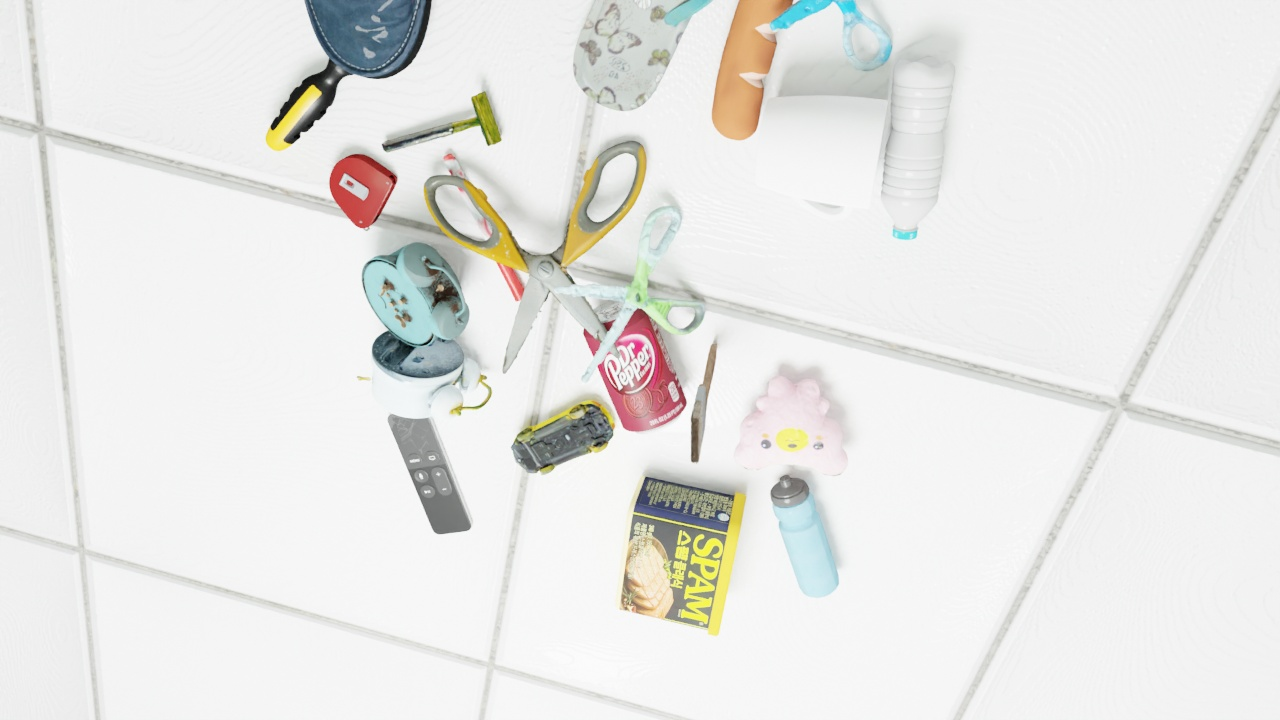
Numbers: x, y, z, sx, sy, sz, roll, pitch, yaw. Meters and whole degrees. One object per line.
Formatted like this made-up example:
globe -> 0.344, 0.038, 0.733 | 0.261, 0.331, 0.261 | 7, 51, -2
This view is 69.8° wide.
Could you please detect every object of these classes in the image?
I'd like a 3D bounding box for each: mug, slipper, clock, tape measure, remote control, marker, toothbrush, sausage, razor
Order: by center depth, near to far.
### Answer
slipper -> -0.206, -0.341, 0.666 | 0.109, 0.083, 0.266 | 16, 113, 4
slipper -> 0.026, -0.305, 0.667 | 0.098, 0.054, 0.269 | 35, 118, -5
sausage -> 0.089, -0.248, 0.688 | 0.044, 0.039, 0.164 | 27, 118, 17
mug -> 0.139, -0.152, 0.714 | 0.088, 0.080, 0.114 | 10, 148, 12
toothbrush -> -0.248, -0.244, 0.760 | 0.197, 0.031, 0.031 | -40, 106, 19
razor -> -0.171, -0.192, 0.775 | 0.106, 0.026, 0.042 | -10, 115, 19
clock -> -0.191, -0.060, 0.799 | 0.124, 0.053, 0.090 | -3, 121, 43
tape measure -> -0.249, -0.150, 0.809 | 0.051, 0.019, 0.059 | 34, 116, -7
marker -> -0.137, -0.116, 0.809 | 0.013, 0.012, 0.142 | -19, 111, 18
clock -> -0.194, 0.015, 0.844 | 0.117, 0.083, 0.057 | 20, 122, 4
remote control -> -0.214, 0.115, 0.936 | 0.045, 0.008, 0.147 | -10, 113, 15

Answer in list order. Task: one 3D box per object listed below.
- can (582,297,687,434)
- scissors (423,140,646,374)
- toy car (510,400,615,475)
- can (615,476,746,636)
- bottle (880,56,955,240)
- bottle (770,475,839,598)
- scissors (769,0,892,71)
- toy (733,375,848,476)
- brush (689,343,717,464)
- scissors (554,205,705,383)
can -> -0.005, 0.005, 0.814 | 0.063, 0.063, 0.114 | -16, 112, 17
scissors -> -0.077, -0.101, 0.770 | 0.230, 0.016, 0.225 | -45, 86, 8
toy car -> -0.075, 0.074, 0.879 | 0.107, 0.030, 0.049 | -24, 110, 17
can -> 0.038, 0.188, 0.890 | 0.104, 0.075, 0.135 | 11, 117, 8
bottle -> 0.211, -0.161, 0.707 | 0.044, 0.044, 0.136 | 3, 116, 9
bottle -> 0.155, 0.165, 0.876 | 0.040, 0.040, 0.130 | -14, 112, 16
scissors -> 0.153, -0.277, 0.660 | 0.134, 0.011, 0.140 | 31, 103, -30
toy -> 0.138, 0.060, 0.823 | 0.102, 0.050, 0.093 | 5, 111, 5
brush -> 0.054, 0.024, 0.768 | 0.008, 0.142, 0.045 | 4, 124, 9
scissors -> -0.005, -0.059, 0.755 | 0.024, 0.171, 0.166 | 17, 98, 42
